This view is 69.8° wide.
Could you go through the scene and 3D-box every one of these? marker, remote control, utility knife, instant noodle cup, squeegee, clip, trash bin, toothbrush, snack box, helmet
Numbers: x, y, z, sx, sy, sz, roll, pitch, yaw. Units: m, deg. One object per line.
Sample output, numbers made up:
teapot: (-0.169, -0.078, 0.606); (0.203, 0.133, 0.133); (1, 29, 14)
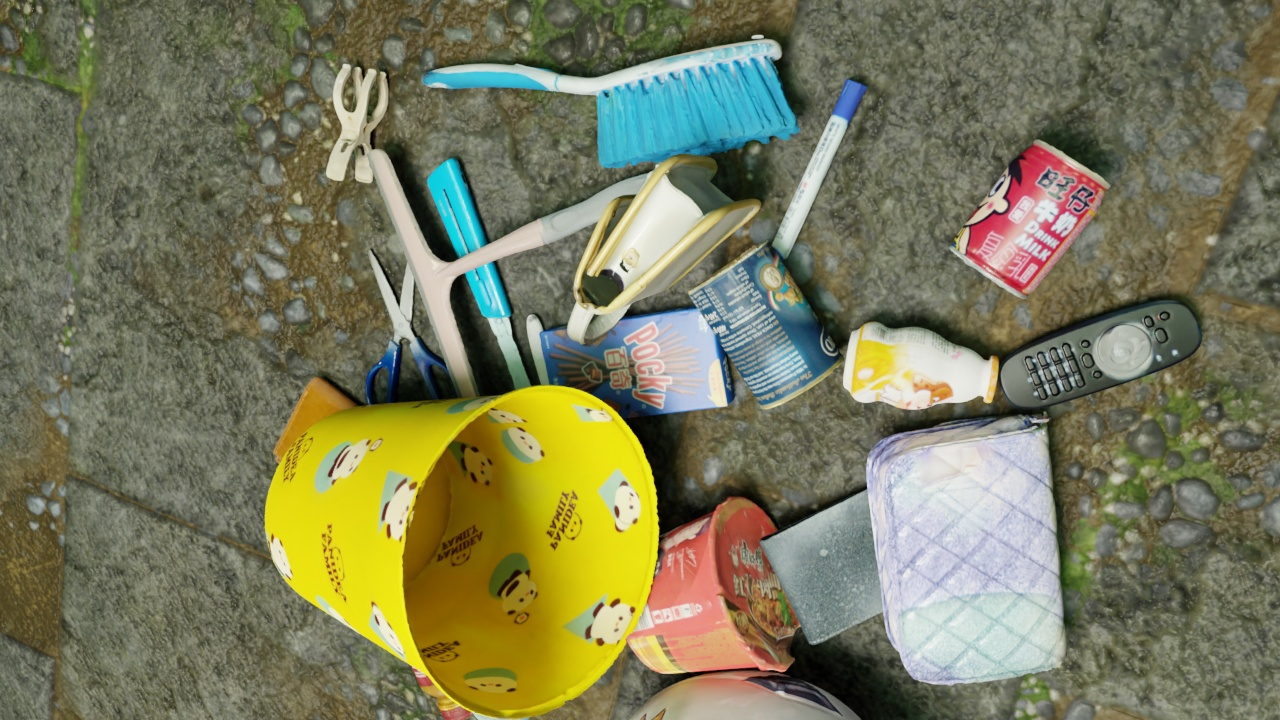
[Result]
marker: (0.134, -0.143, 0.705); (0.017, 0.016, 0.146); (27, 109, 11)
remote control: (0.331, -0.004, 0.669); (0.137, 0.024, 0.053); (-22, 93, 20)
utility knife: (-0.134, -0.060, 0.812); (0.034, 0.018, 0.238); (-18, 97, 21)
instant noodle cup: (0.053, 0.191, 0.753); (0.109, 0.137, 0.138); (-23, 94, 30)
squeegee: (-0.087, -0.104, 0.759); (0.250, 0.040, 0.247); (-21, 91, 13)
clip: (-0.247, -0.206, 0.804); (0.035, 0.071, 0.100); (13, 100, 14)
trash bin: (-0.154, 0.132, 0.727); (0.256, 0.229, 0.230); (0, 104, 45)
toothbrush: (-0.078, 0.047, 0.819); (0.016, 0.016, 0.180); (-9, 99, 17)
snack box: (-0.005, 0.005, 0.779); (0.157, 0.026, 0.084); (-8, 99, 20)
helmet: (0.082, 0.340, 0.753); (0.275, 0.156, 0.230); (-34, 124, 24)

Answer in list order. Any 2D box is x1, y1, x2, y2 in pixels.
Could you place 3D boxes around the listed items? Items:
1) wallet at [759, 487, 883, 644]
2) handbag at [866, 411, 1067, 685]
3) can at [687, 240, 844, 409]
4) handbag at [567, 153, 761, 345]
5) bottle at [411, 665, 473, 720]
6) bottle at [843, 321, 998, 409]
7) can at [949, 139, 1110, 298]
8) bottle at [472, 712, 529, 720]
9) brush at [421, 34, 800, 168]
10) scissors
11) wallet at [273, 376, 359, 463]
wallet: (0.170, 0.162, 0.743); (0.121, 0.019, 0.097); (-26, 95, -2)
handbag: (0.248, 0.141, 0.698); (0.134, 0.075, 0.194); (-8, 101, 2)
can: (0.095, -0.029, 0.710); (0.075, 0.075, 0.111); (-32, 94, 22)
handbag: (-0.002, -0.075, 0.686); (0.179, 0.163, 0.063); (-44, 85, 21)
bottle: (-0.204, 0.263, 0.889); (0.058, 0.057, 0.175); (-19, 96, 21)
bottle: (0.210, 0.006, 0.690); (0.108, 0.063, 0.063); (8, 105, 15)
can: (0.272, -0.099, 0.643); (0.066, 0.066, 0.094); (36, 111, 7)
bottle: (-0.112, 0.245, 0.848); (0.068, 0.068, 0.190); (18, 105, 14)
brush: (-0.034, -0.205, 0.731); (0.315, 0.060, 0.109); (-6, 95, 22)
scissors: (-0.223, -0.016, 0.855); (0.162, 0.012, 0.164); (47, 111, 4)
wallet: (-0.291, 0.099, 0.891); (0.130, 0.035, 0.119); (35, 111, 9)
